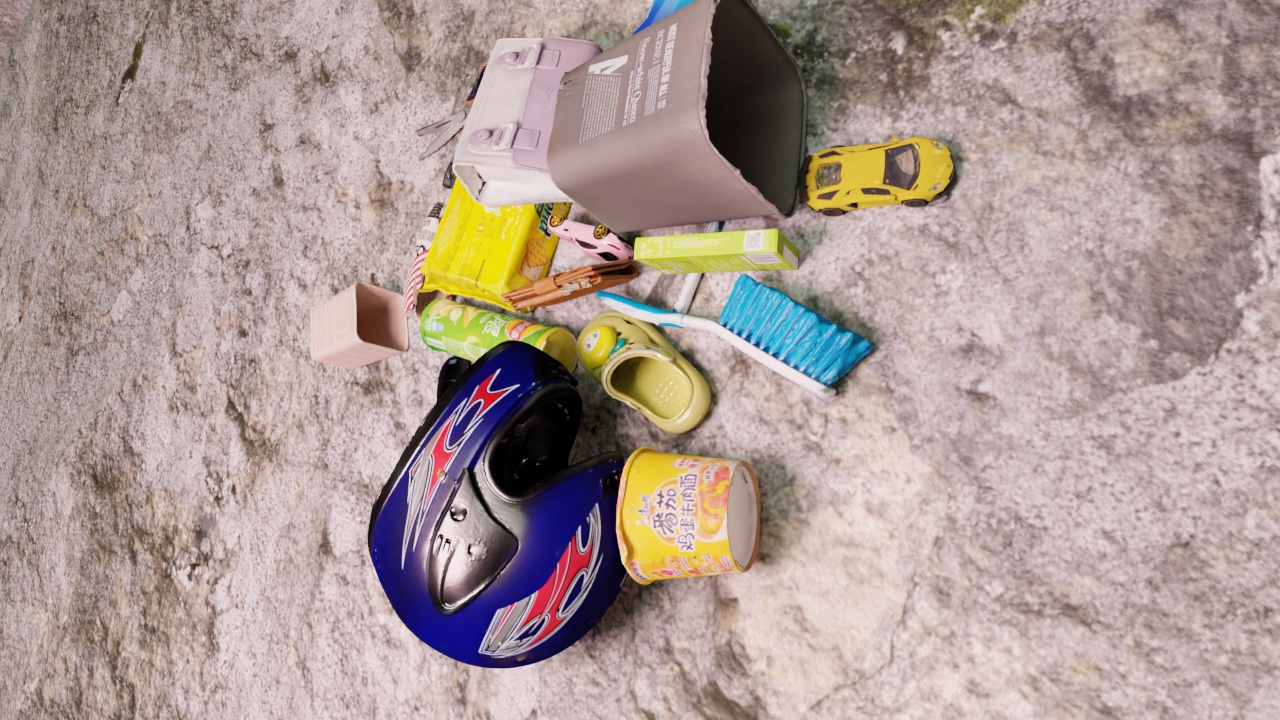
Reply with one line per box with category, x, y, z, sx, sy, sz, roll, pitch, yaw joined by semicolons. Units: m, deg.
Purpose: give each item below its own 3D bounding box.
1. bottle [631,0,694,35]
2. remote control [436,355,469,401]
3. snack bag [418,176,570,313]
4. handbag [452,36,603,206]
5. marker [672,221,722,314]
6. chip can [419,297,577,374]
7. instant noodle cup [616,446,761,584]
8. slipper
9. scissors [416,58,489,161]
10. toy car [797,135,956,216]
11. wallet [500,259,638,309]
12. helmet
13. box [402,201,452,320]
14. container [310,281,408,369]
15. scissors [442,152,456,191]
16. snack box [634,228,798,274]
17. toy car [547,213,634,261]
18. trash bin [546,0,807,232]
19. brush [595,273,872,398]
bottle;0.013;-0.369;1.101;0.065;0.065;0.219;36;98;34
remote control;-0.244;0.057;1.191;0.053;0.024;0.136;-14;71;29
snack bag;-0.179;-0.184;1.166;0.158;0.068;0.246;17;85;24
handbag;-0.126;-0.287;1.090;0.145;0.098;0.196;5;66;16
marker;0.068;-0.115;1.033;0.017;0.017;0.146;22;91;35
chip can;-0.182;-0.026;1.142;0.222;0.072;0.072;15;87;35
instant noodle cup;0.054;0.155;0.912;0.110;0.138;0.138;-3;77;25
slipper;-0.006;0.006;1.015;0.190;0.081;0.092;38;97;31
scissors;-0.232;-0.356;1.291;0.190;0.015;0.222;32;98;34
toy car;0.237;-0.188;0.926;0.156;0.041;0.071;1;80;32
wallet;-0.083;-0.087;1.073;0.132;0.107;0.031;-16;89;30
helmet;-0.118;0.165;0.952;0.240;0.247;0.315;31;93;16
box;-0.272;-0.130;1.249;0.075;0.081;0.163;4;81;66
container;-0.396;-0.044;1.279;0.111;0.090;0.089;-19;69;32
scissors;-0.224;-0.292;1.222;0.160;0.014;0.180;120;173;-56
snack box;0.081;-0.113;0.969;0.157;0.085;0.026;0;83;25
toy car;-0.062;-0.145;1.102;0.122;0.056;0.037;20;84;35
trash bin;0.035;-0.248;0.976;0.220;0.198;0.198;-7;65;36
brush;0.085;-0.047;0.974;0.315;0.060;0.109;33;102;30
